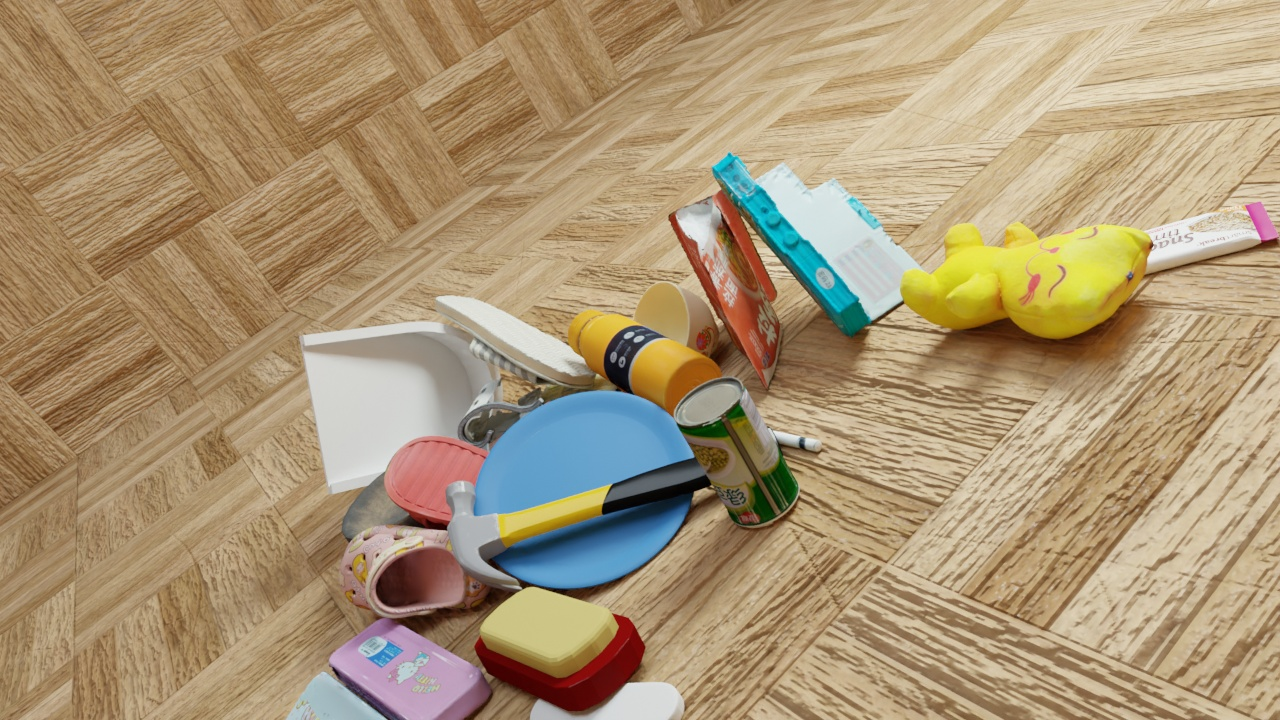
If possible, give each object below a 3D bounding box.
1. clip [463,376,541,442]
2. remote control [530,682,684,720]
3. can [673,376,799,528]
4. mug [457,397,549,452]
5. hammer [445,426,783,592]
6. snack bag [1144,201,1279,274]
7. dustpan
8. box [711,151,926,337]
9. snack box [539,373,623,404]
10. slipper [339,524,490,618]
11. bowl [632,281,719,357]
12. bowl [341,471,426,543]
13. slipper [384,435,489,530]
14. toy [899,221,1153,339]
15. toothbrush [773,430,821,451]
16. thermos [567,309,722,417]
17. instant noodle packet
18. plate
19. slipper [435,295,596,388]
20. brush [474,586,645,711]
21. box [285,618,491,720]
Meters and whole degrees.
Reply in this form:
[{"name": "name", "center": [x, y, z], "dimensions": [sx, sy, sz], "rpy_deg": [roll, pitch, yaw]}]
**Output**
[{"name": "clip", "center": [-0.200, 0.077, 1.150], "dimensions": [0.152, 0.105, 0.126], "rpy_deg": [-29, 13, 11]}, {"name": "remote control", "center": [-0.028, 0.266, 0.695], "dimensions": [0.137, 0.013, 0.043], "rpy_deg": [-15, 28, 32]}, {"name": "can", "center": [0.084, 0.081, 0.794], "dimensions": [0.067, 0.121, 0.067], "rpy_deg": [-26, 24, 12]}, {"name": "mug", "center": [-0.140, 0.094, 1.042], "dimensions": [0.111, 0.117, 0.081], "rpy_deg": [-32, 6, 6]}, {"name": "hammer", "center": [-0.024, 0.128, 0.862], "dimensions": [0.323, 0.029, 0.127], "rpy_deg": [-17, 49, 0]}, {"name": "snack bag", "center": [0.461, -0.100, 0.841], "dimensions": [0.197, 0.016, 0.070], "rpy_deg": [-16, 29, 30]}, {"name": "dustpan", "center": [-0.290, 0.047, 1.177], "dimensions": [0.053, 0.191, 0.257], "rpy_deg": [-10, 0, 38]}, {"name": "box", "center": [0.187, -0.132, 1.010], "dimensions": [0.168, 0.227, 0.087], "rpy_deg": [-14, -31, -42]}, {"name": "snack box", "center": [-0.074, 0.047, 1.160], "dimensions": [0.132, 0.027, 0.167], "rpy_deg": [-17, 27, 26]}, {"name": "slipper", "center": [-0.242, 0.217, 0.925], "dimensions": [0.198, 0.093, 0.081], "rpy_deg": [-10, 3, 31]}, {"name": "bowl", "center": [0.051, -0.031, 1.099], "dimensions": [0.074, 0.118, 0.118], "rpy_deg": [5, 3, -34]}, {"name": "bowl", "center": [-0.260, 0.176, 1.070], "dimensions": [0.162, 0.070, 0.162], "rpy_deg": [-25, 24, 12]}, {"name": "slipper", "center": [-0.160, 0.151, 0.965], "dimensions": [0.249, 0.059, 0.103], "rpy_deg": [15, 53, 22]}, {"name": "toy", "center": [0.341, -0.064, 0.825], "dimensions": [0.134, 0.087, 0.194], "rpy_deg": [-41, 27, -29]}, {"name": "toothbrush", "center": [0.109, 0.074, 0.917], "dimensions": [0.187, 0.012, 0.017], "rpy_deg": [8, 57, 55]}, {"name": "thermos", "center": [-0.006, 0.006, 1.042], "dimensions": [0.076, 0.091, 0.233], "rpy_deg": [2, 15, -34]}, {"name": "instant noodle packet", "center": [0.098, -0.077, 1.034], "dimensions": [0.084, 0.164, 0.220], "rpy_deg": [-22, 24, 14]}, {"name": "plate", "center": [-0.055, 0.126, 0.908], "dimensions": [0.224, 0.024, 0.223], "rpy_deg": [-8, 50, 9]}, {"name": "slipper", "center": [-0.169, -0.021, 1.185], "dimensions": [0.273, 0.114, 0.054], "rpy_deg": [30, 104, 33]}, {"name": "brush", "center": [-0.074, 0.231, 0.760], "dimensions": [0.082, 0.042, 0.174], "rpy_deg": [-36, 20, -34]}, {"name": "box", "center": [-0.238, 0.313, 0.825], "dimensions": [0.215, 0.041, 0.151], "rpy_deg": [2, 43, 50]}]
